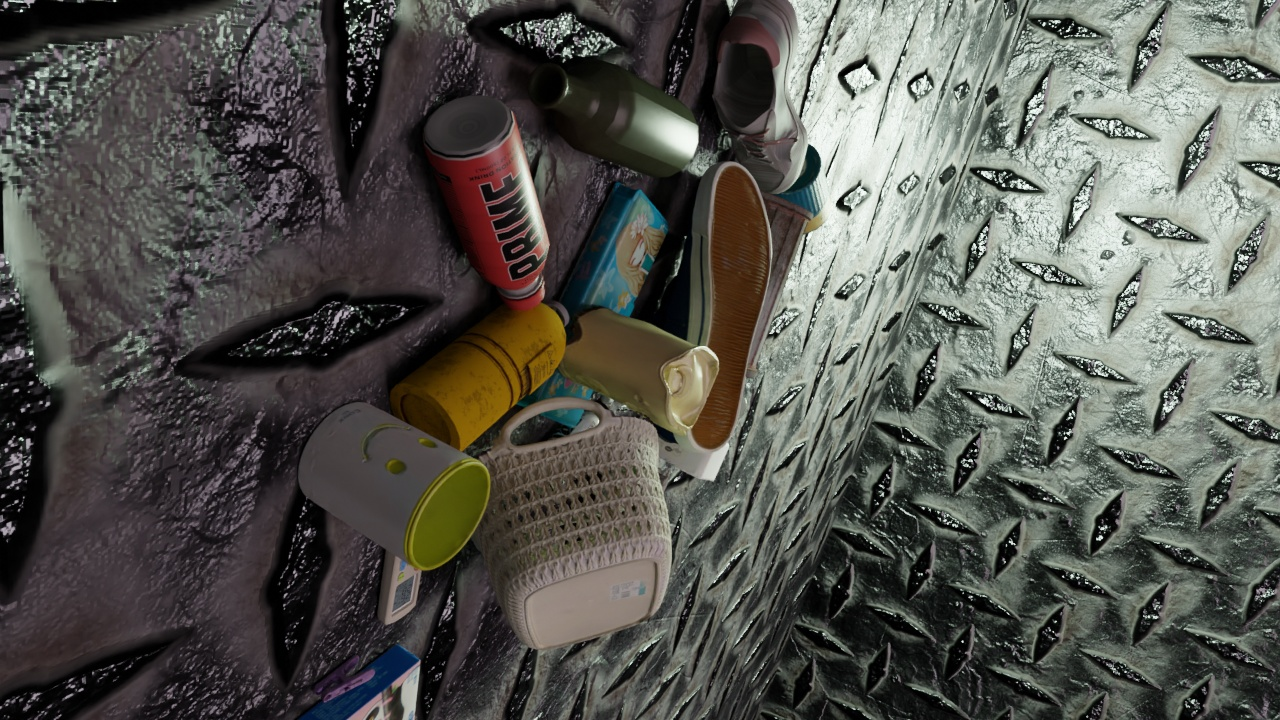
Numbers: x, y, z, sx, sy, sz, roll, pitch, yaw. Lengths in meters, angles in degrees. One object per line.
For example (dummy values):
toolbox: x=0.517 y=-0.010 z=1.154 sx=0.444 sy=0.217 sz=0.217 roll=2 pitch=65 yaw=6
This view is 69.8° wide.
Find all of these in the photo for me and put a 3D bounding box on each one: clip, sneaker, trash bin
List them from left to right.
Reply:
clip: x=-0.247 y=0.267 z=0.764 sx=0.051 sy=0.033 sz=0.013 roll=-27 pitch=137 yaw=-55
sneaker: x=0.046 y=-0.059 z=0.946 sx=0.120 sy=0.127 sz=0.294 roll=9 pitch=91 yaw=-43
trash bin: x=0.099 y=-0.084 z=1.037 sx=0.130 sy=0.131 sz=0.211 roll=6 pitch=106 yaw=-66
sneaker: x=0.116 y=-0.253 z=0.948 sx=0.089 sy=0.099 sz=0.236 roll=-53 pitch=147 yaw=-30

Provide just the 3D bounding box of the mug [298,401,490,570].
mug: x=-0.171 y=0.085 z=0.640 sx=0.082 sy=0.106 sz=0.083 roll=-47 pitch=152 yaw=-36

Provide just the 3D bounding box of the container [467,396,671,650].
container: x=-0.059 y=0.155 z=0.819 sx=0.184 sy=0.143 sz=0.252 roll=-15 pitch=149 yaw=-11

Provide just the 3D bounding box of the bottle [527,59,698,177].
bottle: x=-0.022 y=-0.195 z=0.732 sx=0.206 sy=0.071 sz=0.071 roll=-5 pitch=117 yaw=-65

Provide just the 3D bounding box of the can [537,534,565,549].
can: x=-0.110 y=0.237 z=1.010 sx=0.086 sy=0.043 sz=0.086 roll=-50 pitch=153 yaw=-37

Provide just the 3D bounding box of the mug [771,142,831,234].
mug: x=0.197 y=-0.236 z=1.181 sx=0.107 sy=0.083 sz=0.113 roll=47 pitch=41 yaw=-63

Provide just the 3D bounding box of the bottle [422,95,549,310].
bottle: x=-0.102 y=-0.102 z=0.661 sx=0.062 sy=0.062 sz=0.177 roll=-54 pitch=155 yaw=-26

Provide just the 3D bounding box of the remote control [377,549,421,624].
remote control: x=-0.200 y=0.168 z=0.778 sx=0.038 sy=0.018 sz=0.126 roll=-27 pitch=137 yaw=-56

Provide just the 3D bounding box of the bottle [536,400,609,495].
bottle: x=-0.072 y=0.086 z=0.945 sx=0.115 sy=0.041 sz=0.041 roll=-49 pitch=153 yaw=-34

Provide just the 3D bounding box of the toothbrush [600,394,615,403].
toothbrush: x=-0.005 y=0.040 z=1.068 sx=0.017 sy=0.012 sz=0.186 roll=-67 pitch=161 yaw=10

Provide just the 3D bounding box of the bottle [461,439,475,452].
bottle: x=-0.173 y=0.089 z=0.730 sx=0.109 sy=0.036 sz=0.036 roll=-55 pitch=155 yaw=-23

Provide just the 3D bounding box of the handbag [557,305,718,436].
handbag: x=-0.005 y=0.005 z=0.814 sx=0.081 sy=0.119 sz=0.111 roll=-65 pitch=158 yaw=-1

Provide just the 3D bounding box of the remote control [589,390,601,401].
remote control: x=-0.039 y=0.016 z=0.979 sx=0.146 sy=0.015 sz=0.033 roll=-37 pitch=144 yaw=-49

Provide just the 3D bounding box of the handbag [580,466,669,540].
handbag: x=-0.033 y=0.205 z=1.098 sx=0.139 sy=0.072 sz=0.195 roll=29 pitch=85 yaw=-86

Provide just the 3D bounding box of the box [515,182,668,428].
box: x=-0.045 y=-0.050 z=0.875 sx=0.226 sy=0.039 sz=0.094 roll=-65 pitch=156 yaw=-4

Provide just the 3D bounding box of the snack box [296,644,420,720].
snack box: x=-0.256 y=0.323 z=0.790 sx=0.153 sy=0.033 sz=0.088 roll=-31 pitch=139 yaw=-53

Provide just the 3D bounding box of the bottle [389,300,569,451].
bottle: x=-0.114 y=0.003 z=0.729 sx=0.163 sy=0.071 sz=0.071 roll=-44 pitch=149 yaw=-41

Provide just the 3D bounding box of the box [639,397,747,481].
box: x=0.066 y=0.092 z=1.170 sx=0.188 sy=0.111 sz=0.101 roll=-24 pitch=137 yaw=-65
